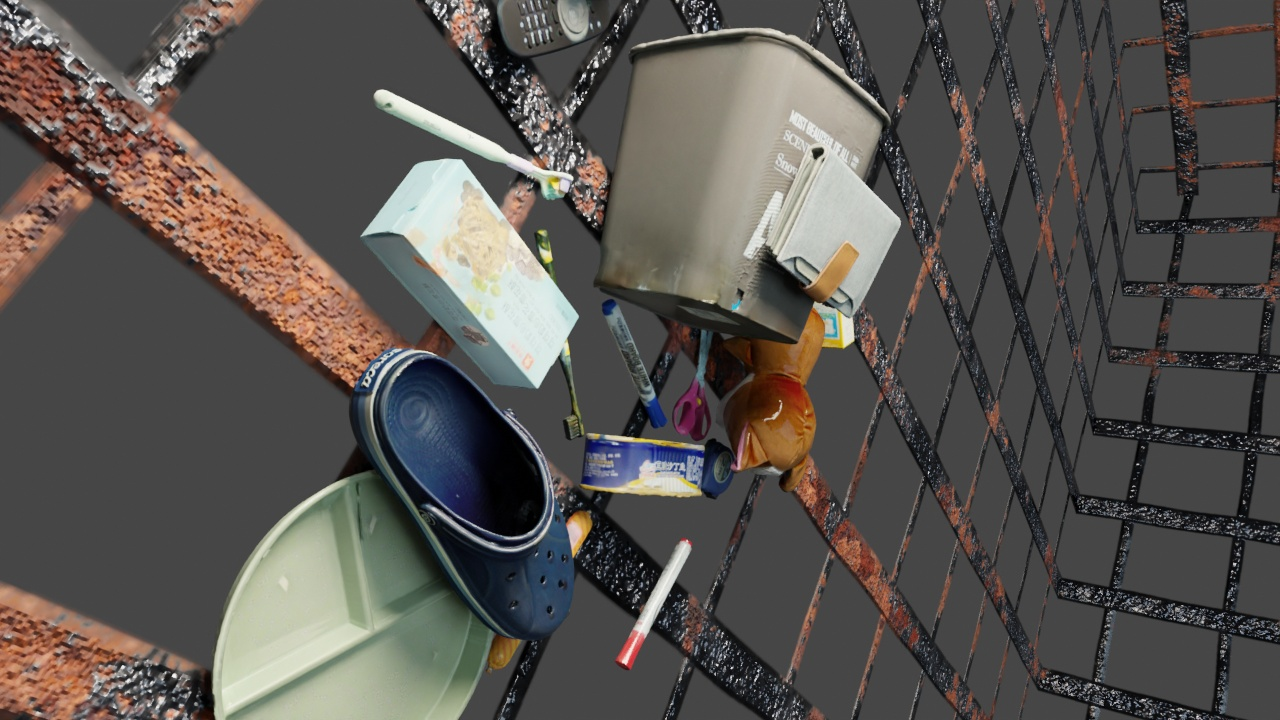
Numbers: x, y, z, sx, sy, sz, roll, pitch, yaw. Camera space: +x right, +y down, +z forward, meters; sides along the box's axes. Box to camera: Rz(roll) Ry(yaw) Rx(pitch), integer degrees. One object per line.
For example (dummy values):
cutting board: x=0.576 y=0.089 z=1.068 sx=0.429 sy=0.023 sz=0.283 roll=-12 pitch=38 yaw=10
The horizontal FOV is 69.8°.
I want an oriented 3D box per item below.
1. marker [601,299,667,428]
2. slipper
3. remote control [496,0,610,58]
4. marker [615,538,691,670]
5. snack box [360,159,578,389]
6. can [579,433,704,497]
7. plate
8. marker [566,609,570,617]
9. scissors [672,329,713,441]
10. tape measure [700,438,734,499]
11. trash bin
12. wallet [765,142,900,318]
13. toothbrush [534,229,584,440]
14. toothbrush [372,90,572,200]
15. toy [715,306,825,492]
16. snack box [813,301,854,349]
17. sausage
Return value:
marker: x=-0.005 y=0.005 z=0.861 sx=0.016 sy=0.017 sz=0.146 roll=-50 pitch=131 yaw=-37
slipper: x=-0.102 y=0.094 z=0.642 sx=0.104 sy=0.095 sz=0.253 roll=-51 pitch=127 yaw=-35
remote control: x=-0.072 y=-0.274 z=0.732 sx=0.136 sy=0.024 sz=0.053 roll=-38 pitch=121 yaw=-45
marker: x=0.015 y=0.241 z=0.917 sx=0.144 sy=0.017 sz=0.017 roll=-58 pitch=135 yaw=-31
snack box: x=-0.119 y=-0.059 z=0.674 sx=0.175 sy=0.052 sz=0.074 roll=54 pitch=52 yaw=-41
can: x=0.005 y=0.096 z=0.838 sx=0.148 sy=0.075 sz=0.049 roll=12 pitch=81 yaw=-53
plate: x=-0.189 y=0.187 z=0.632 sx=0.229 sy=0.028 sz=0.230 roll=-9 pitch=101 yaw=-52
marker: x=-0.089 y=0.152 z=0.744 sx=0.020 sy=0.022 sz=0.132 roll=-67 pitch=137 yaw=-72
scissors: x=0.067 y=0.020 z=0.962 sx=0.076 sy=0.017 sz=0.137 roll=39 pitch=60 yaw=-47
tape measure: x=0.077 y=0.116 z=0.977 sx=0.054 sy=0.025 sz=0.058 roll=37 pitch=69 yaw=-51
trash bin: x=0.078 y=-0.143 z=0.810 sx=0.198 sy=0.199 sz=0.219 roll=19 pitch=84 yaw=-43
wallet: x=0.162 y=-0.100 z=0.755 sx=0.129 sy=0.037 sz=0.106 roll=28 pitch=85 yaw=-45
toothbrush: x=-0.070 y=-0.019 z=0.776 sx=0.017 sy=0.012 sz=0.186 roll=-23 pitch=113 yaw=-38
toothbrush: x=-0.121 y=-0.160 z=0.687 sx=0.189 sy=0.029 sz=0.020 roll=17 pitch=38 yaw=-51
toy: x=0.130 y=0.033 z=0.961 sx=0.140 sy=0.131 sz=0.199 roll=16 pitch=65 yaw=-41
snack box: x=0.196 y=-0.085 z=1.057 sx=0.033 sy=0.087 sz=0.140 roll=-31 pitch=118 yaw=-46
sausage: x=-0.084 y=0.191 z=0.776 sx=0.164 sy=0.021 sz=0.021 roll=-56 pitch=135 yaw=-32
